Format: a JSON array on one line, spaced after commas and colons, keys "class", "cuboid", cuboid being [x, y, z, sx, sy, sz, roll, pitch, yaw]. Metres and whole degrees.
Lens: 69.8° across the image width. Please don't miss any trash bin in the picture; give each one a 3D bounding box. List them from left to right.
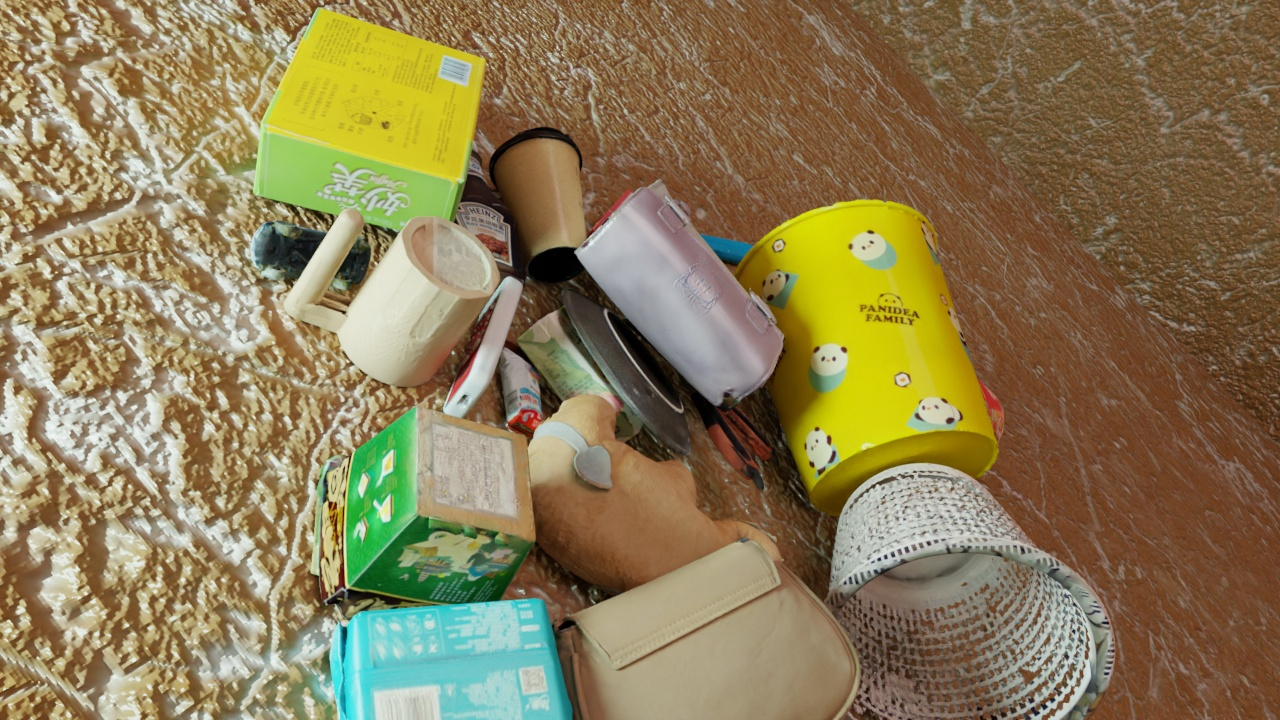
[{"class": "trash bin", "cuboid": [0.231, 0.007, 0.940, 0.229, 0.230, 0.254, 16, 49, -35]}, {"class": "trash bin", "cuboid": [0.251, 0.195, 0.781, 0.227, 0.228, 0.191, 38, 22, -10]}]

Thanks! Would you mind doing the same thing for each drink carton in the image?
[{"class": "drink carton", "cuboid": [-0.048, 0.016, 0.771, 0.122, 0.046, 0.053, 52, 19, -4]}]

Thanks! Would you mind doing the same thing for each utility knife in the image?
[{"class": "utility knife", "cuboid": [0.078, -0.138, 1.102, 0.213, 0.018, 0.034, 5, 52, -45]}]

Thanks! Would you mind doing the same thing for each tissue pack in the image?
[{"class": "tissue pack", "cuboid": [-0.103, 0.187, 0.520, 0.133, 0.050, 0.093, 2, 50, -24]}]

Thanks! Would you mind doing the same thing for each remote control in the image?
[{"class": "remote control", "cuboid": [-0.124, -0.013, 0.728, 0.020, 0.056, 0.135, 29, 37, -16]}]

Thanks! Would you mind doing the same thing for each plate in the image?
[{"class": "plate", "cuboid": [-0.005, 0.005, 0.793, 0.179, 0.024, 0.179, 53, 8, -11]}]

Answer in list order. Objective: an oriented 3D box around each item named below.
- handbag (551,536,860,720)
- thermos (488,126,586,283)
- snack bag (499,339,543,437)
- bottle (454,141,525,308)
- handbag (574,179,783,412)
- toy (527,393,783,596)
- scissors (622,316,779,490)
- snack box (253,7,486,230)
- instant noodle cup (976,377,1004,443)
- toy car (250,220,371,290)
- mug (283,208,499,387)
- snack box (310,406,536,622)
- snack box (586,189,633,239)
[{"class": "handbag", "cuboid": [0.037, 0.213, 0.607, 0.204, 0.100, 0.147, -16, 69, -32]}, {"class": "thermos", "cuboid": [-0.092, -0.150, 0.883, 0.093, 0.093, 0.143, 10, 54, -40]}, {"class": "snack bag", "cuboid": [-0.096, 0.027, 0.741, 0.045, 0.026, 0.105, 32, 31, -39]}, {"class": "bottle", "cuboid": [-0.154, -0.132, 0.835, 0.079, 0.044, 0.194, 13, 44, -34]}, {"class": "handbag", "cuboid": [0.041, -0.060, 0.833, 0.197, 0.099, 0.144, 49, 22, -7]}, {"class": "toy", "cuboid": [0.007, 0.124, 0.698, 0.226, 0.083, 0.143, 37, 52, -16]}, {"class": "scissors", "cuboid": [0.061, 0.035, 0.859, 0.189, 0.015, 0.227, 27, 27, -56]}, {"class": "snack box", "cuboid": [-0.224, -0.206, 0.787, 0.157, 0.070, 0.209, 13, 43, -16]}, {"class": "instant noodle cup", "cuboid": [0.356, 0.062, 1.084, 0.108, 0.138, 0.137, 21, 40, -43]}, {"class": "toy car", "cuboid": [-0.247, -0.081, 0.688, 0.090, 0.043, 0.034, 4, 24, -47]}, {"class": "mug", "cuboid": [-0.179, -0.051, 0.668, 0.124, 0.104, 0.084, 24, 39, -28]}, {"class": "snack box", "cuboid": [-0.125, 0.093, 0.570, 0.118, 0.106, 0.117, 20, 40, -32]}, {"class": "snack box", "cuboid": [0.000, -0.111, 0.970, 0.113, 0.044, 0.126, 41, 33, -6]}]
